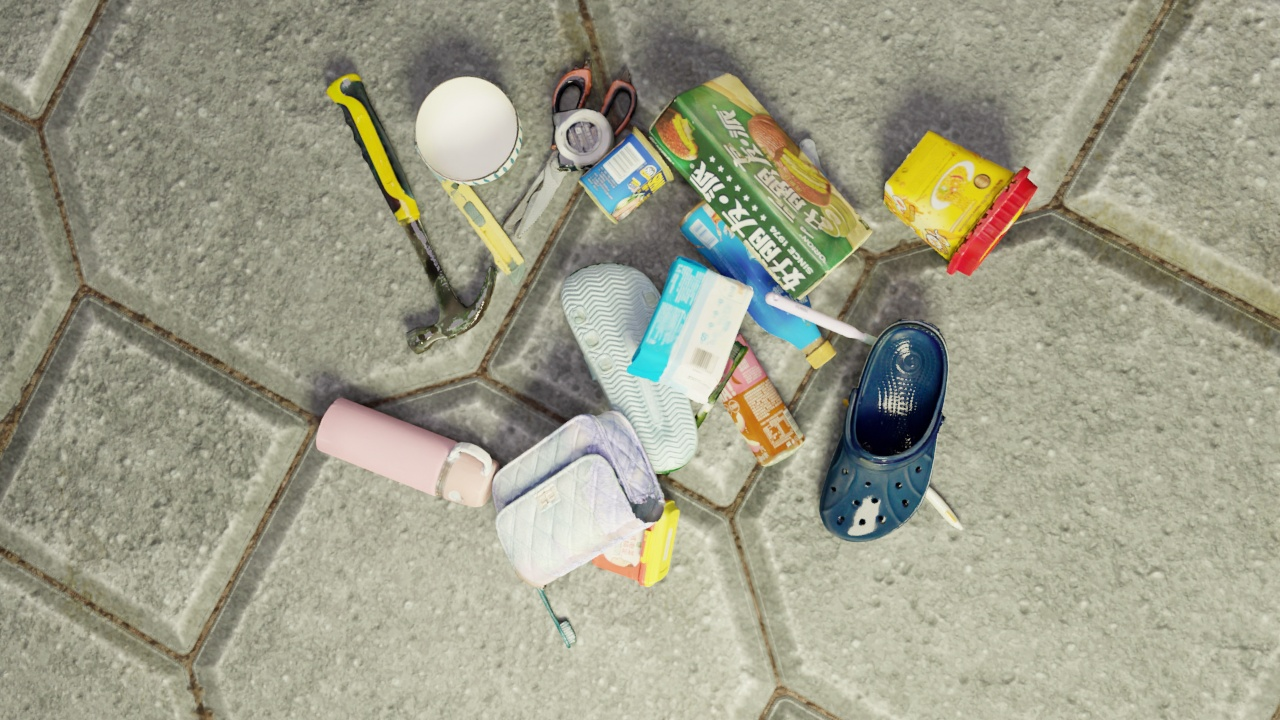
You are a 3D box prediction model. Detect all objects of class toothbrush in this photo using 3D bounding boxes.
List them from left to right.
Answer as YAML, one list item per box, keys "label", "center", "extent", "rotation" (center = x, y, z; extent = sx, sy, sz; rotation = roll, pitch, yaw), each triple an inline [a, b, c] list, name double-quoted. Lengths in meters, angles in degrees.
- label: "toothbrush"
  center: [-0.120, 0.240, 1.046]
  extent: [0.018, 0.016, 0.191]
  rotation: [-27, 88, -6]
- label: "toothbrush"
  center: [0.065, 0.055, 0.994]
  extent: [0.017, 0.012, 0.186]
  rotation: [40, 119, 20]
- label: "toothbrush"
  center: [0.212, -0.036, 0.975]
  extent: [0.189, 0.021, 0.029]
  rotation: [19, 80, -21]
- label: "toothbrush"
  center: [0.291, 0.112, 1.011]
  extent: [0.018, 0.016, 0.191]
  rotation: [-41, 86, -5]

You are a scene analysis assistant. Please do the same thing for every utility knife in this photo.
- label: "utility knife"
  center: [-0.193, -0.172, 1.052]
  extent: [0.031, 0.021, 0.198]
  rotation: [-37, 83, 5]

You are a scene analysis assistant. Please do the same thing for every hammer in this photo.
- label: "hammer"
  center: [-0.268, -0.178, 1.048]
  extent: [0.126, 0.032, 0.323]
  rotation: [-25, 88, 4]

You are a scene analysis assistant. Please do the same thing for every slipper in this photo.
- label: "slipper"
  center: [-0.006, 0.006, 1.004]
  extent: [0.104, 0.074, 0.245]
  rotation: [-21, 81, -4]
- label: "slipper"
  center: [0.260, 0.082, 0.956]
  extent: [0.105, 0.095, 0.253]
  rotation: [18, 104, 17]

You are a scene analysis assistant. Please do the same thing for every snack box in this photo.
- label: "snack box"
  center: [-0.007, 0.193, 1.006]
  extent: [0.080, 0.082, 0.091]
  rotation: [11, 90, 14]
- label: "snack box"
  center: [0.128, -0.187, 0.970]
  extent: [0.240, 0.114, 0.063]
  rotation: [50, 136, 3]

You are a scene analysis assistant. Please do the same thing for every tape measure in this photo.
- label: "tape measure"
  center: [-0.062, -0.244, 1.014]
  extent: [0.066, 0.033, 0.066]
  rotation: [-5, 93, 6]

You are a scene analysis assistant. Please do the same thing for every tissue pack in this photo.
- label: "tissue pack"
  center: [0.052, -0.034, 0.946]
  extent: [0.090, 0.063, 0.140]
  rotation: [23, 75, -2]

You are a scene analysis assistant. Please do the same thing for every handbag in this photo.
- label: "handbag"
  center: [-0.074, 0.146, 0.964]
  extent: [0.194, 0.075, 0.134]
  rotation: [-37, 70, 36]

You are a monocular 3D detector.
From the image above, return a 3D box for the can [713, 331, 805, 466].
- label: "can"
  center: [0.120, 0.041, 1.003]
  extent: [0.058, 0.058, 0.147]
  rotation: [-31, 88, 4]

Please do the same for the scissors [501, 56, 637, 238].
- label: "scissors"
  center: [-0.094, -0.243, 1.041]
  extent: [0.205, 0.015, 0.197]
  rotation: [-16, 90, 5]

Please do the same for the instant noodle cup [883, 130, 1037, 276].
- label: "instant noodle cup"
  center: [0.328, -0.168, 0.963]
  extent: [0.123, 0.116, 0.116]
  rotation: [40, 93, 15]

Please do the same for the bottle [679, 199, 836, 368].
- label: "bottle"
  center: [0.133, -0.084, 0.998]
  extent: [0.065, 0.065, 0.218]
  rotation: [-40, 88, 4]

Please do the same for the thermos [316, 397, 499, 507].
- label: "thermos"
  center: [-0.257, 0.099, 1.024]
  extent: [0.198, 0.067, 0.087]
  rotation: [20, 137, 6]

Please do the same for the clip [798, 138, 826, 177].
- label: "clip"
  center: [0.189, -0.217, 1.016]
  extent: [0.026, 0.041, 0.058]
  rotation: [-13, 88, 6]

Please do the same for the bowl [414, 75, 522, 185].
- label: "bowl"
  center: [-0.185, -0.250, 1.023]
  extent: [0.116, 0.066, 0.116]
  rotation: [0, 89, 5]

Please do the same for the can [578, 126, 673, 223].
- label: "can"
  center: [-0.015, -0.197, 0.992]
  extent: [0.083, 0.102, 0.057]
  rotation: [-40, 87, 6]
